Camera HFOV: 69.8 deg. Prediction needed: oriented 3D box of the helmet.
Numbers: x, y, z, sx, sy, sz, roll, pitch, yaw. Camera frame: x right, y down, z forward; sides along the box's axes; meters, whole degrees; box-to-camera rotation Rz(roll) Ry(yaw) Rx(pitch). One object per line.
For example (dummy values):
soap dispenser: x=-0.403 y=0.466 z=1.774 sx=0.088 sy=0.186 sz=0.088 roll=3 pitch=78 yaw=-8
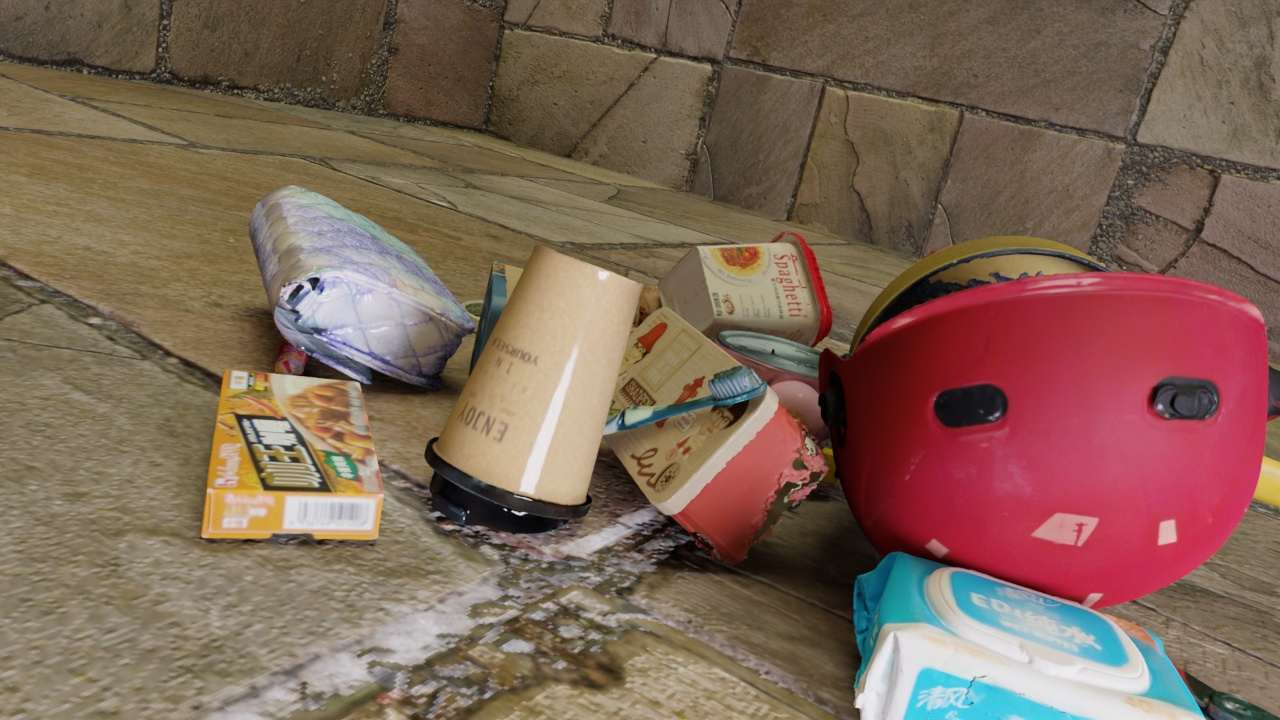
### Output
helmet: x=0.194 y=0.052 z=0.450 sx=0.207 sy=0.143 sz=0.240 roll=-3 pitch=-11 yaw=13

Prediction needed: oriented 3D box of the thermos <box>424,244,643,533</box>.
thermos: x=-0.052 y=0.016 z=0.483 sx=0.093 sy=0.143 sz=0.093 roll=21 pitch=4 yaw=-2

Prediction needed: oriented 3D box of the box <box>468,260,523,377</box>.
box: x=-0.085 y=-0.012 z=0.633 sx=0.059 sy=0.090 sz=0.184 roll=12 pitch=10 yaw=-10

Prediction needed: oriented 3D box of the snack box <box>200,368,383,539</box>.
snack box: x=-0.177 y=0.044 z=0.469 sx=0.075 sy=0.026 sz=0.154 roll=6 pitch=17 yaw=-23

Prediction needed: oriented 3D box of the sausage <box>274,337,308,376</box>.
sausage: x=-0.237 y=-0.012 z=0.633 sx=0.020 sy=0.020 sz=0.156 roll=9 pitch=16 yaw=-17

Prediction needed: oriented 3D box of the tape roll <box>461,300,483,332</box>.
tape roll: x=-0.122 y=-0.036 z=0.831 sx=0.086 sy=0.014 sz=0.085 roll=13 pitch=15 yaw=-4

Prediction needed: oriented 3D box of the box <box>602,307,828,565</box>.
box: x=0.036 y=0.040 z=0.535 sx=0.076 sy=0.091 sz=0.168 roll=44 pitch=1 yaw=-27

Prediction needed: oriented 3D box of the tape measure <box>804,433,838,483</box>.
tape measure: x=0.109 y=0.063 z=0.623 sx=0.060 sy=0.029 sz=0.057 roll=14 pitch=-2 yaw=3

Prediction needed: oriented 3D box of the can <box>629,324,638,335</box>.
can: x=-0.004 y=0.004 z=0.688 sx=0.057 sy=0.058 sz=0.147 roll=-1 pitch=17 yaw=-42

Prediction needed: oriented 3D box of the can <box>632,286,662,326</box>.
can: x=0.014 y=-0.042 z=0.887 sx=0.116 sy=0.058 sz=0.058 roll=0 pitch=20 yaw=-40

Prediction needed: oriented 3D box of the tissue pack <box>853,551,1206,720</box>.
tissue pack: x=0.154 y=0.131 z=0.372 sx=0.140 sy=0.063 sz=0.089 roll=16 pitch=15 yaw=11

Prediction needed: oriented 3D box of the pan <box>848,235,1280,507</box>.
pan: x=0.307 y=0.043 z=0.584 sx=0.357 sy=0.198 sz=0.078 roll=15 pitch=29 yaw=0

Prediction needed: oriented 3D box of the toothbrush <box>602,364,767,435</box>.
toothbrush: x=-0.009 y=0.030 z=0.507 sx=0.192 sy=0.018 sz=0.016 roll=-17 pitch=25 yaw=42

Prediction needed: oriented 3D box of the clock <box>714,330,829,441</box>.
clock: x=0.102 y=0.023 z=0.729 sx=0.117 sy=0.060 sz=0.158 roll=22 pitch=15 yaw=24

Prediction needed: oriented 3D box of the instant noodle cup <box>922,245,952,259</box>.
instant noodle cup: x=0.253 y=0.006 z=0.662 sx=0.164 sy=0.189 sz=0.079 roll=15 pitch=29 yaw=1

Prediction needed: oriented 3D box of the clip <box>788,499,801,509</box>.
clip: x=0.078 y=0.079 z=0.592 sx=0.054 sy=0.013 sz=0.033 roll=15 pitch=14 yaw=8

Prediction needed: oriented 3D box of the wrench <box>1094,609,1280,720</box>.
wrench: x=0.245 y=0.147 z=0.488 sx=0.056 sy=0.016 sz=0.273 roll=5 pitch=18 yaw=-31

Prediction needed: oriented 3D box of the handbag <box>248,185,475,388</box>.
handbag: x=-0.207 y=-0.052 z=0.661 sx=0.134 sy=0.075 sz=0.194 roll=29 pitch=8 yaw=-35

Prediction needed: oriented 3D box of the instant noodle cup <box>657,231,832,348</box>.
instant noodle cup: x=0.092 y=-0.052 z=0.843 sx=0.124 sy=0.116 sz=0.117 roll=0 pitch=-24 yaw=-30
